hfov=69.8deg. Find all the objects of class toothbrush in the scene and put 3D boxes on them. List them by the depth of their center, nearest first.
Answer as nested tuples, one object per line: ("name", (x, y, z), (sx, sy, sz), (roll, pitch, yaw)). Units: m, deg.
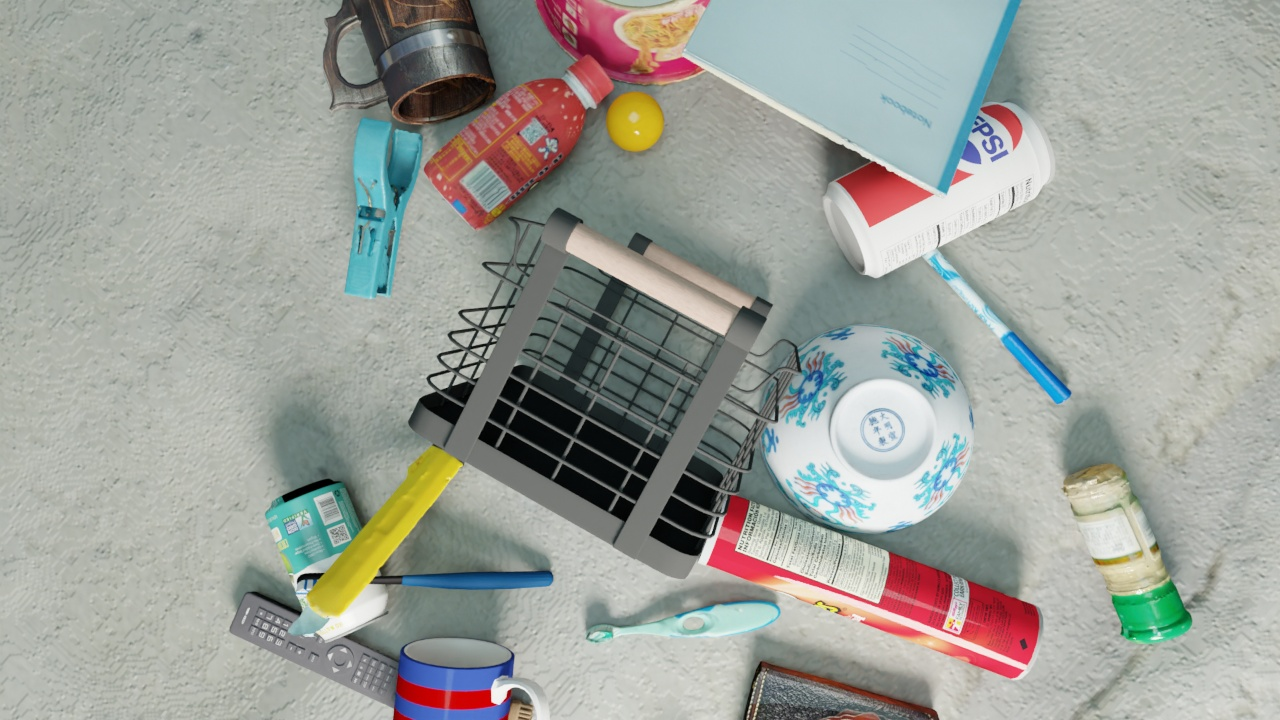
("toothbrush", (-0.140, 0.147, 0.610), (0.167, 0.014, 0.014), (4, 49, -19))
("toothbrush", (0.028, 0.180, 0.624), (0.135, 0.017, 0.022), (-9, 86, 4))
("toothbrush", (-0.096, 0.316, 0.627), (0.016, 0.016, 0.166), (10, 87, 5))

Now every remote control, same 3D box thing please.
("remote control", (-0.220, 0.203, 0.644), (0.136, 0.015, 0.032), (24, 89, 3))

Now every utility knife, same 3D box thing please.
("utility knife", (-0.170, 0.113, 0.602), (0.030, 0.017, 0.164), (26, 49, 13))

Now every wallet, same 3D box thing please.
("wallet", (0.130, 0.251, 0.610), (0.123, 0.019, 0.072), (13, 92, 5))

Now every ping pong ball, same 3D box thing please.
("ping pong ball", (-0.004, -0.165, 0.634), (0.040, 0.040, 0.040), (0, 87, 4))

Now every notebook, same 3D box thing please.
("notebook", (0.155, -0.242, 0.585), (0.181, 0.009, 0.252), (27, 69, -4))

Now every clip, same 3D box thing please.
("clip", (-0.177, -0.113, 0.654), (0.031, 0.121, 0.130), (10, 119, 2))

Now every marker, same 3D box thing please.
("marker", (0.238, -0.028, 0.621), (0.013, 0.013, 0.142), (-41, 84, 1))

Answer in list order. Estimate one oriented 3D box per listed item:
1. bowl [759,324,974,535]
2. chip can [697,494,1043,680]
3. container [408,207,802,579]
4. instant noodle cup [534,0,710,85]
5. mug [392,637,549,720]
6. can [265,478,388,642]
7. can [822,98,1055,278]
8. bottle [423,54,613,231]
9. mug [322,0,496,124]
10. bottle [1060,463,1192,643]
("bowl", (0.151, 0.045, 0.593), (0.144, 0.074, 0.144), (0, 87, 5))
("chip can", (0.147, 0.146, 0.599), (0.215, 0.052, 0.052), (20, 88, 5))
("container", (-0.003, 0.003, 0.531), (0.163, 0.241, 0.130), (29, 99, 5))
("instant noodle cup", (0.006, -0.287, 0.621), (0.179, 0.077, 0.178), (0, 86, 5))
("mug", (-0.108, 0.231, 0.595), (0.112, 0.075, 0.076), (4, 87, 29))
("can", (-0.213, 0.135, 0.627), (0.055, 0.055, 0.101), (-24, 85, 3))
("can", (0.192, -0.112, 0.600), (0.132, 0.070, 0.070), (-27, 85, 3))
("bottle", (-0.079, -0.154, 0.629), (0.137, 0.062, 0.062), (-39, 85, 1))
("mug", (-0.167, -0.223, 0.624), (0.115, 0.080, 0.107), (-18, 86, -19))
("bottle", (0.312, 0.124, 0.592), (0.043, 0.043, 0.111), (-22, 84, 3))
